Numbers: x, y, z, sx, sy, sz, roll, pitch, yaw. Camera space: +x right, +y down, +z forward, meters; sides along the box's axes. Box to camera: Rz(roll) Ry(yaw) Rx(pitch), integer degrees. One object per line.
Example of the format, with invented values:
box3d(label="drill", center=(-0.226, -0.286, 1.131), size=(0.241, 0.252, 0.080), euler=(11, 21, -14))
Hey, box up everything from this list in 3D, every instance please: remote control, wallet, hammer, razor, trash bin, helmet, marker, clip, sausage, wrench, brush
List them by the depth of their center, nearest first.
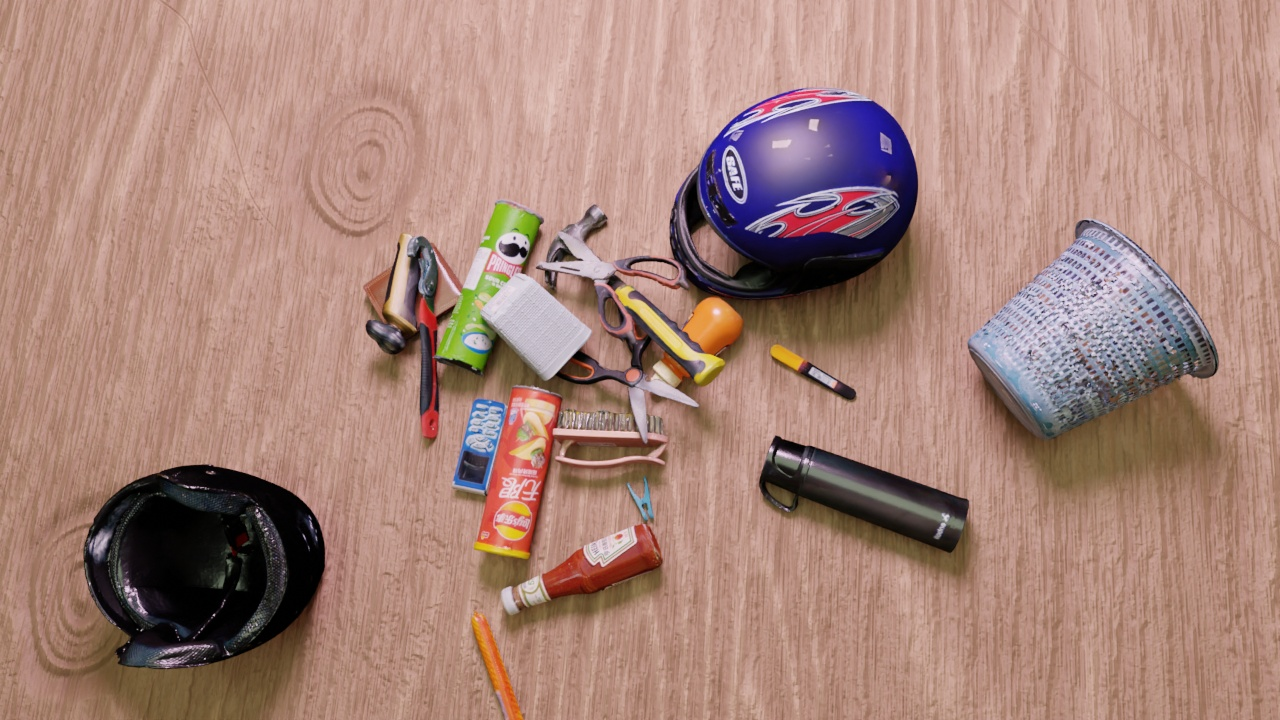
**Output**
box3d(label="trash bin", center=(0.507, -0.019, 1.075), size=(0.195, 0.226, 0.226), euler=(-36, 74, 11))
box3d(label="helmet", center=(-0.530, 0.247, 1.129), size=(0.275, 0.230, 0.233), euler=(9, 84, 18))
box3d(label="helmet", center=(0.182, -0.207, 1.139), size=(0.315, 0.240, 0.247), euler=(-15, 73, 4))
box3d(label="sausage", center=(-0.180, 0.390, 1.151), size=(0.021, 0.021, 0.165), euler=(-24, 74, 1))
box3d(label="brush", center=(-0.037, 0.103, 1.182), size=(0.146, 0.063, 0.073), euler=(2, 72, 6))
box3d(label="clip", center=(0.004, 0.179, 1.183), size=(0.038, 0.013, 0.055), euler=(-22, 75, 3))
box3d(label="marker", center=(0.224, 0.016, 1.193), size=(0.124, 0.015, 0.018), euler=(31, 83, 11))
box3d(label="hammer", center=(-0.013, -0.076, 1.200), size=(0.126, 0.032, 0.323), euler=(-43, 59, -2))
box3d(label="remote control", center=(-0.212, 0.115, 1.222), size=(0.049, 0.024, 0.124), euler=(11, 77, 10))
box3d(label="wrench", center=(-0.289, -0.031, 1.240), size=(0.016, 0.056, 0.273), euler=(-3, 89, 24))
box3d(label="razor", center=(-0.330, -0.093, 1.246), size=(0.067, 0.062, 0.167), euler=(13, 75, -24))
box3d(label="wallet", center=(-0.314, -0.093, 1.286), size=(0.124, 0.032, 0.101), euler=(-33, 77, -1))

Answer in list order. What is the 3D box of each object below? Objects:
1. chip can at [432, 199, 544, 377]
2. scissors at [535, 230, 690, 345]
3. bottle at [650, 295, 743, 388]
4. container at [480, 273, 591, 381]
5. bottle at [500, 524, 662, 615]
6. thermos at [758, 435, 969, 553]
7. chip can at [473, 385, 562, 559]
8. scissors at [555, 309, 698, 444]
box3d(label="chip can", center=(-0.207, -0.099, 1.251), size=(0.072, 0.072, 0.235), euler=(18, 80, 12))
box3d(label="scissors", center=(-0.038, -0.107, 1.195), size=(0.189, 0.015, 0.226), euler=(-23, 61, 9))
box3d(label="bottle", center=(0.066, -0.015, 1.201), size=(0.149, 0.066, 0.067), euler=(-46, 75, 3))
box3d(label="container", center=(-0.140, -0.048, 1.194), size=(0.090, 0.090, 0.111), euler=(-47, 112, -6))
box3d(label="bottle", center=(-0.075, 0.266, 1.148), size=(0.206, 0.060, 0.059), euler=(-22, 74, 3))
box3d(label="thermos", center=(0.268, 0.170, 1.129), size=(0.243, 0.068, 0.090), euler=(18, 111, 14))
box3d(label="chip can", center=(-0.155, 0.144, 1.183), size=(0.073, 0.073, 0.216), euler=(10, 77, 10))
box3d(label="scissors", center=(-0.021, 0.012, 1.189), size=(0.229, 0.022, 0.220), euler=(-3, 57, 21))
